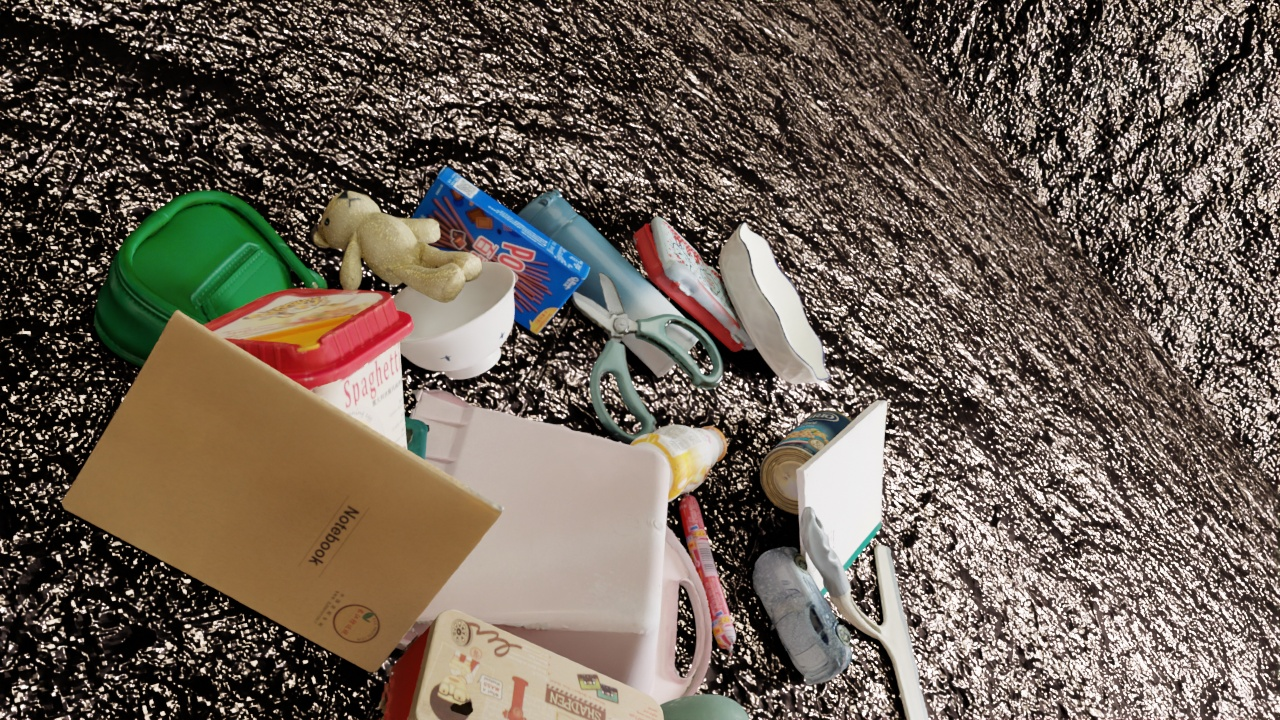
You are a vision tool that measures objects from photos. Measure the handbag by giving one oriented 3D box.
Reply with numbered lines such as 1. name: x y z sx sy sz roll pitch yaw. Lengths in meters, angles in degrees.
1. handbag: -0.296 -0.047 0.638 0.120 0.068 0.131 34 37 -16

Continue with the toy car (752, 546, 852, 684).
1. toy car: 0.139 0.223 0.808 0.036 0.054 0.120 2 52 -46

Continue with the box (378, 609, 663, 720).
1. box: -0.075 0.234 0.558 0.168 0.079 0.091 30 31 -19

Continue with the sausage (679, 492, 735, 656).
1. sausage: 0.056 0.182 0.799 0.020 0.020 0.155 15 44 -35

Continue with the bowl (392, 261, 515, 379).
1. bowl: -0.149 -0.024 0.753 0.118 0.118 0.065 -69 148 -53

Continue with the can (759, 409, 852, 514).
1. can: 0.178 0.105 0.950 0.075 0.075 0.110 50 36 8

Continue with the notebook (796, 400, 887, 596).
1. notebook: 0.203 0.140 0.910 0.208 0.012 0.150 -26 117 -53

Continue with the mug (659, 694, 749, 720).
1. mug: 0.029 0.290 0.617 0.111 0.082 0.106 -4 51 -8

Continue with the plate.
1. plate: 0.154 -0.060 1.070 0.205 0.046 0.204 52 21 -29

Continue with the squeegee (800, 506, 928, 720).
1. squeegee: 0.191 0.212 0.847 0.246 0.039 0.245 52 25 -34

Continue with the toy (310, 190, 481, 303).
1. toy: -0.200 -0.093 0.753 0.157 0.066 0.104 27 56 23

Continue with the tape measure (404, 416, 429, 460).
1. tape measure: -0.180 0.063 0.665 0.054 0.025 0.058 8 39 -15

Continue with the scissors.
1. scissors: -0.008 0.006 0.866 0.174 0.019 0.177 32 67 -14

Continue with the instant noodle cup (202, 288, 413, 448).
1. instant noodle cup: -0.207 0.028 0.583 0.117 0.124 0.116 3 24 19

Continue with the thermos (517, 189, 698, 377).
1. thermos: -0.036 -0.079 0.930 0.220 0.070 0.070 44 35 -2

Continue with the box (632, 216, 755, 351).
1. box: 0.068 -0.077 0.995 0.201 0.049 0.087 37 26 -49

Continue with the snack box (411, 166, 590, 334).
1. snack box: -0.134 -0.097 0.836 0.157 0.085 0.026 34 36 -14

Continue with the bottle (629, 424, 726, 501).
1. bottle: 0.036 0.088 0.834 0.108 0.063 0.063 -16 66 -51

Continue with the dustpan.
1. dustpan: -0.070 0.163 0.703 0.273 0.139 0.222 10 41 1

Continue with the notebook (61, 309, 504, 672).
1. notebook: -0.206 0.084 0.530 0.207 0.148 0.008 35 18 -14
